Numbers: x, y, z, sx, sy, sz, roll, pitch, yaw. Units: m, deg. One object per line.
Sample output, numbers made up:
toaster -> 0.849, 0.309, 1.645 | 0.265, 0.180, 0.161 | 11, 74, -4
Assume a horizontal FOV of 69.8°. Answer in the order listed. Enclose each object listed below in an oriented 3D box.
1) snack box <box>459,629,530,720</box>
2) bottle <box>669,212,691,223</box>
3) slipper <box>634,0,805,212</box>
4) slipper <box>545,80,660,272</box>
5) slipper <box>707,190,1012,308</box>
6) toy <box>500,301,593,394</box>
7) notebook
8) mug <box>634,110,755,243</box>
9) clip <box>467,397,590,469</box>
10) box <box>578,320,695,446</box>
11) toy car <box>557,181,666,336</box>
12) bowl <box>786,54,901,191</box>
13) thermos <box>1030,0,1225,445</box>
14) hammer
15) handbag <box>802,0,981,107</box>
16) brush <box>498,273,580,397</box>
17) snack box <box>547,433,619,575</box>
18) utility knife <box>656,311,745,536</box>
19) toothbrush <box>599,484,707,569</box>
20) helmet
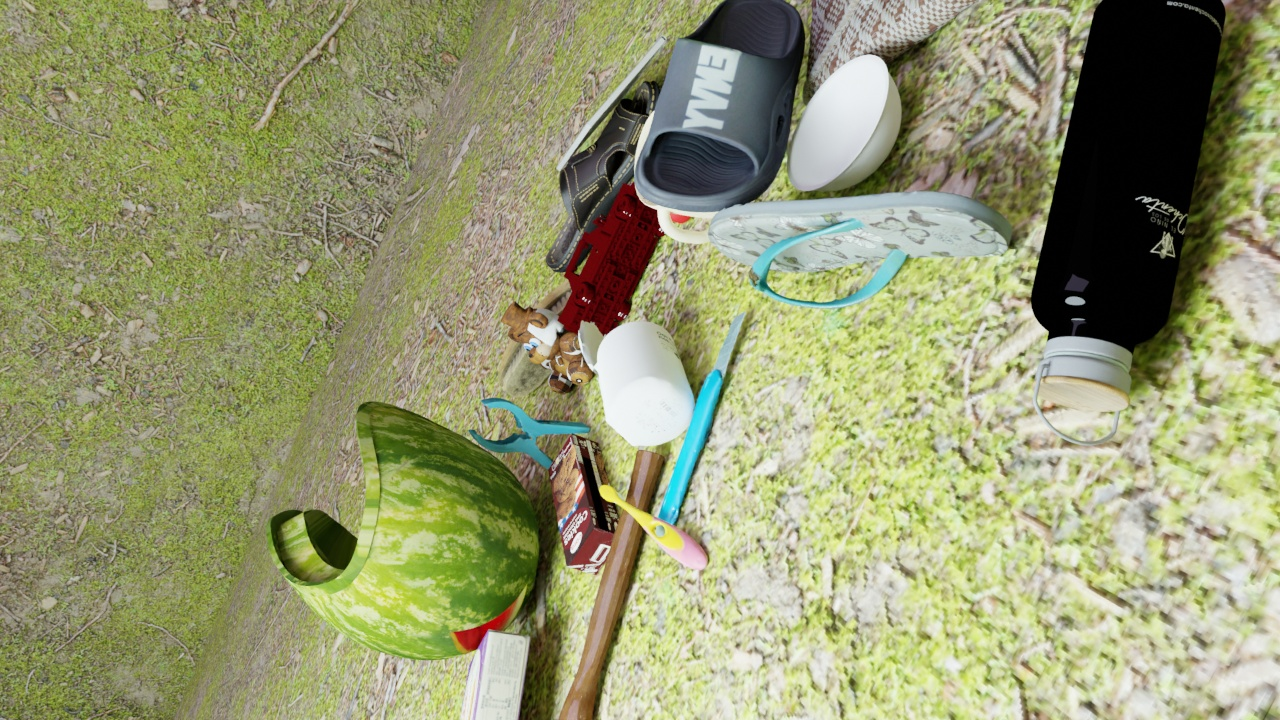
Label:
snack box -> -0.141, 0.336, 0.834 | 0.148, 0.040, 0.143 | 119, 160, -55
bottle -> 0.065, -0.190, 0.912 | 0.119, 0.036, 0.036 | -50, 30, 31
slipper -> 0.077, -0.228, 0.737 | 0.083, 0.111, 0.267 | 92, -163, -56
slipper -> -0.059, -0.231, 1.140 | 0.268, 0.075, 0.113 | -58, 27, 20
slipper -> 0.124, -0.073, 0.630 | 0.269, 0.098, 0.054 | 3, 71, 62
toy -> -0.104, -0.019, 1.022 | 0.087, 0.112, 0.067 | -27, 35, 55
notebook -> -0.041, -0.317, 1.151 | 0.142, 0.009, 0.210 | -52, 10, -11
mug -> 0.059, -0.165, 0.832 | 0.096, 0.099, 0.120 | 15, 98, 59
clip -> -0.111, 0.063, 0.951 | 0.028, 0.127, 0.114 | 18, 95, 65
box -> -0.008, 0.005, 0.838 | 0.092, 0.083, 0.165 | -37, 33, 18
toy car -> -0.031, -0.108, 0.991 | 0.062, 0.070, 0.170 | 35, 101, 52
bowl -> 0.163, -0.171, 0.699 | 0.110, 0.040, 0.109 | -45, 33, 40
thermos -> 0.235, -0.071, 0.453 | 0.061, 0.061, 0.231 | -5, 65, 62
hammer -> -0.036, 0.232, 0.773 | 0.115, 0.033, 0.322 | -8, 62, 59
handbag -> 0.196, -0.288, 0.724 | 0.186, 0.047, 0.124 | -27, 45, 54
brush -> -0.112, -0.027, 1.100 | 0.196, 0.059, 0.043 | -49, 42, 30
snack box -> -0.055, 0.135, 0.885 | 0.051, 0.031, 0.140 | -56, 27, 22
utility knife -> 0.050, 0.055, 0.765 | 0.031, 0.015, 0.205 | 20, 91, 64
toothbrush -> 0.010, 0.135, 0.748 | 0.135, 0.016, 0.021 | 29, 83, 45
helmet -> -0.215, 0.181, 0.921 | 0.213, 0.247, 0.243 | -50, 50, 11
